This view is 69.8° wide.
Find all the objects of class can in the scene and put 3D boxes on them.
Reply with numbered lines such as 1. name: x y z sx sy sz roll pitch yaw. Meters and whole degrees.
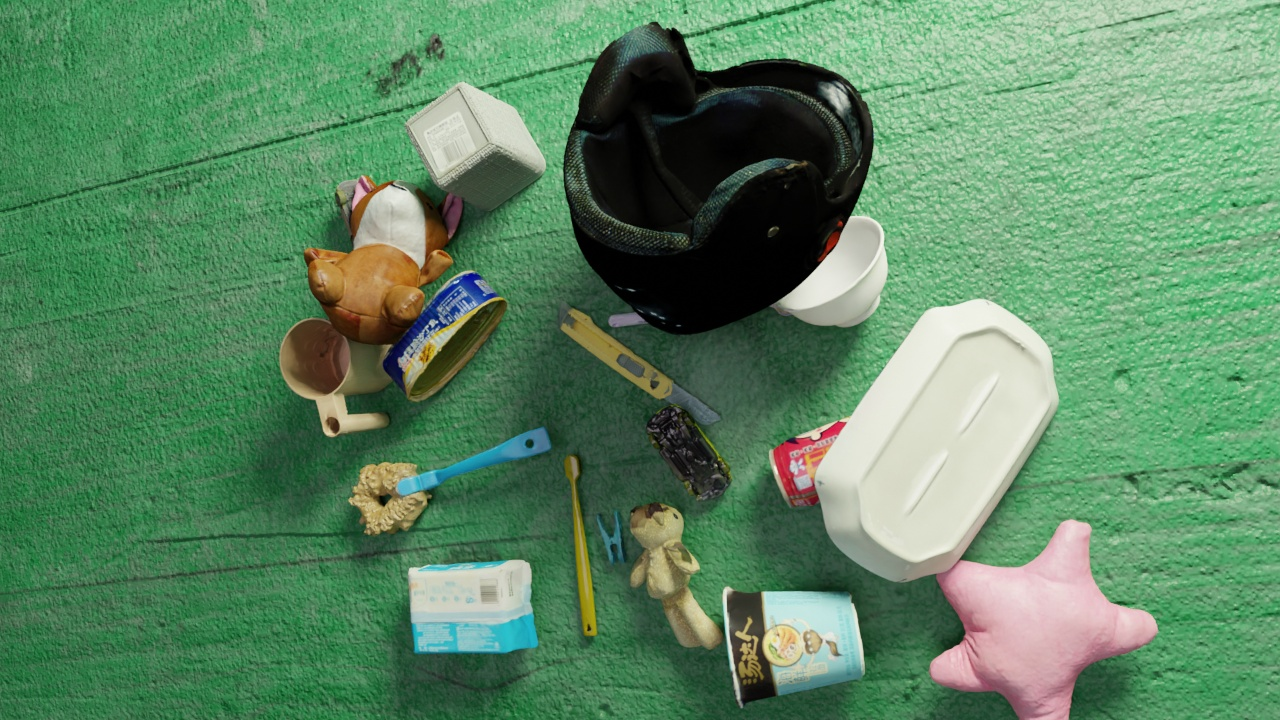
1. can: -0.206 -0.025 0.966 0.049 0.074 0.148 45 101 14
2. can: 0.175 0.096 0.864 0.094 0.066 0.066 -23 85 15

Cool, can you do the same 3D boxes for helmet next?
1. helmet: 0.067 -0.152 0.811 0.274 0.231 0.233 -26 58 -16

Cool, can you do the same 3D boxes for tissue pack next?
1. tissue pack: -0.178 0.259 0.967 0.140 0.063 0.090 -6 88 14

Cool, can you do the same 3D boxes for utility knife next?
1. utility knife: -0.006 0.006 0.944 0.207 0.021 0.031 34 105 8

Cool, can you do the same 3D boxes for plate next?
1. plate: 0.270 0.072 0.810 0.162 0.034 0.265 36 87 -7

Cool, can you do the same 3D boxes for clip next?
1. clip: -0.028 0.183 0.950 0.040 0.014 0.056 -16 87 16

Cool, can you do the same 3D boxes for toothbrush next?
1. toothbrush: 0.058 -0.047 0.921 0.189 0.029 0.021 -5 49 17
2. toothbrush: -0.061 0.192 0.959 0.016 0.016 0.190 -6 90 14

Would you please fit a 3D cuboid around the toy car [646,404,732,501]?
1. toy car: 0.050 0.092 0.918 0.048 0.032 0.105 -36 93 13

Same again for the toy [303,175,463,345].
1. toy: -0.258 -0.116 0.931 0.140 0.199 0.131 18 136 -6

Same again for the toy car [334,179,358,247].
1. toy car: -0.307 -0.154 1.008 0.035 0.042 0.090 -21 88 54

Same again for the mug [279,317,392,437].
1. mug: -0.312 0.017 0.980 0.084 0.103 0.124 -17 86 15

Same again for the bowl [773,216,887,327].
1. bowl: 0.186 -0.070 0.853 0.118 0.118 0.065 -36 120 13

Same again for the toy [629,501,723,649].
1. toy: 0.036 0.215 0.913 0.105 0.066 0.157 -25 87 57

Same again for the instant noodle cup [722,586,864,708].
1. instant noodle cup: 0.144 0.261 0.861 0.120 0.111 0.111 -9 88 8

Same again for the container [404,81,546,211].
1. container: -0.169 -0.217 0.931 0.090 0.114 0.090 -32 82 13

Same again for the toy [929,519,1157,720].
1. toy: 0.345 0.228 0.817 0.178 0.074 0.195 36 96 16

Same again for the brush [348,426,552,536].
1. brush: -0.206 0.122 0.977 0.255 0.045 0.083 -21 81 21
